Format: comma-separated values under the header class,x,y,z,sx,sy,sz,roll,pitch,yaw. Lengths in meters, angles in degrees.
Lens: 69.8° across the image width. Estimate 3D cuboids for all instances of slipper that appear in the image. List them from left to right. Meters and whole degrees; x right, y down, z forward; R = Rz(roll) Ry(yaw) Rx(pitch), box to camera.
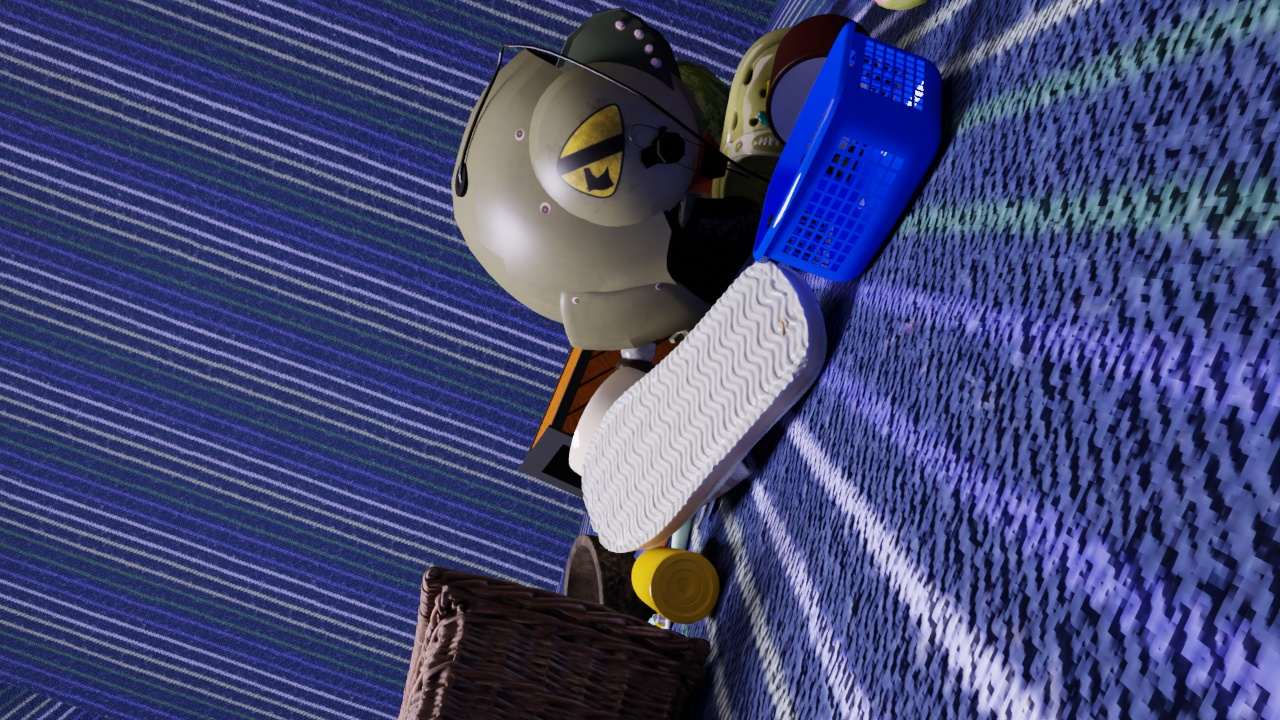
class,x,y,z,sx,sy,sz,roll,pitch,yaw
slipper,0.038,0.037,0.596,0.264,0.052,0.115,-51,47,43
slipper,0.115,-0.197,0.818,0.081,0.091,0.191,-77,4,-57

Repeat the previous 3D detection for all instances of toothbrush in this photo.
class,x,y,z,sx,sy,sz,roll,pitch,yaw
toothbrush,0.029,0.148,0.728,0.022,0.015,0.154,-26,29,31

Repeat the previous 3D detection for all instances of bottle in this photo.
class,x,y,z,sx,sy,sz,roll,pitch,yaw
bottle,0.019,0.147,0.615,0.144,0.043,0.043,121,169,-78

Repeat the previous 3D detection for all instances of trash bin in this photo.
class,x,y,z,sx,sy,sz,roll,pitch,yaw
trash bin,-0.028,0.056,1.034,0.140,0.139,0.171,-51,16,58

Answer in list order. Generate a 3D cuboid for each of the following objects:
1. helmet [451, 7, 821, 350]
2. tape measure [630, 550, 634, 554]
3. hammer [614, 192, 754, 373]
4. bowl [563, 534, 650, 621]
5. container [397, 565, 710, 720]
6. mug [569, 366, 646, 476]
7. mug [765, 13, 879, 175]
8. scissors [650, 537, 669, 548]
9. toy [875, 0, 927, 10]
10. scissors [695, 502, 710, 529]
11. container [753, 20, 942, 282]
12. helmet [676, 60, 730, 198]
class,x,y,z,sx,sy,sz,roll,pitch,yaw
helmet,-0.009,-0.124,0.687,0.250,0.255,0.233,-74,8,-72
tape measure,-0.020,0.217,1.114,0.068,0.030,0.058,115,173,-59
hammer,-0.005,0.004,0.841,0.079,0.177,0.326,4,-86,-67
bowl,-0.023,0.209,0.779,0.121,0.056,0.121,-177,91,-71
container,-0.079,0.268,0.514,0.182,0.162,0.251,-78,6,-46
mug,0.016,0.065,0.739,0.119,0.100,0.096,-33,-34,-58
mug,0.127,-0.175,0.637,0.082,0.073,0.106,-73,-22,-52
scissors,0.013,0.184,0.832,0.131,0.011,0.125,-82,13,-65
toy,0.163,-0.247,0.535,0.109,0.051,0.090,-74,6,-72
scissors,0.067,0.049,0.659,0.133,0.019,0.145,109,178,-60
container,0.108,-0.102,0.475,0.114,0.058,0.096,113,177,-48
helmet,0.030,-0.185,0.993,0.244,0.213,0.247,161,103,-69
